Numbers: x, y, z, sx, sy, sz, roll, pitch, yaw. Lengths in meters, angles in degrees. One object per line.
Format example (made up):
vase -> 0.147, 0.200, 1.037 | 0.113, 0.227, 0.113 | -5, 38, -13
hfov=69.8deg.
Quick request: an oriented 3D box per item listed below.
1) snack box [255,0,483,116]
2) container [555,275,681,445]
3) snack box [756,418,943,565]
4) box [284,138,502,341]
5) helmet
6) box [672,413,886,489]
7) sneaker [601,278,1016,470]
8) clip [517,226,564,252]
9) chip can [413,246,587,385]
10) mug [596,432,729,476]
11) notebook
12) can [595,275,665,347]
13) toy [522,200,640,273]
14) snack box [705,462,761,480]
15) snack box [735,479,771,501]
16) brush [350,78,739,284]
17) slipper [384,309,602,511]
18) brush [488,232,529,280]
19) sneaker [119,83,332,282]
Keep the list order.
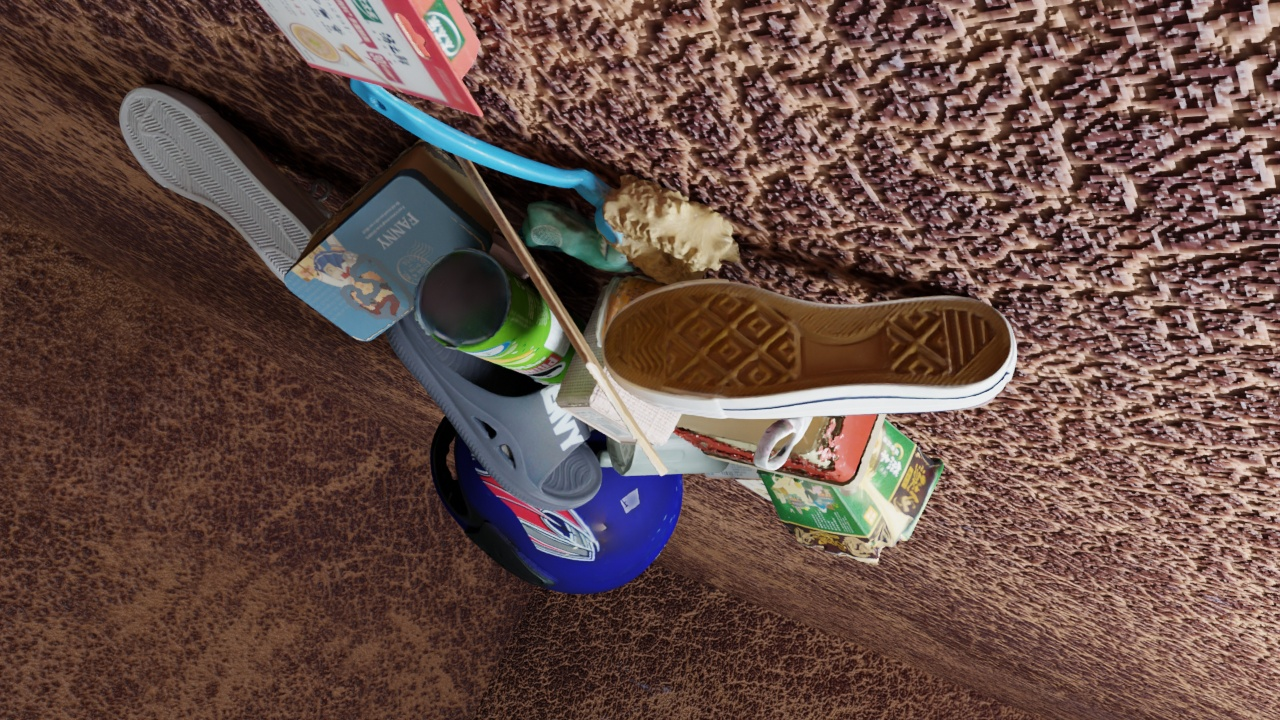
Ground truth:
snack box -> -0.141, -0.187, 0.458 | 0.127, 0.044, 0.113 | 21, 163, 22
container -> -0.004, 0.004, 0.746 | 0.090, 0.110, 0.090 | 32, 164, -21
snack box -> 0.171, 0.092, 0.788 | 0.118, 0.117, 0.105 | 3, 141, 49
box -> -0.183, -0.090, 0.692 | 0.185, 0.059, 0.090 | -30, 123, 36
helmet -> -0.102, 0.119, 1.055 | 0.315, 0.246, 0.241 | 34, 152, 11
box -> 0.099, 0.039, 0.732 | 0.080, 0.091, 0.169 | 34, 163, -37
sneaker -> 0.098, 0.007, 0.561 | 0.241, 0.118, 0.088 | 1, 150, 14
clip -> -0.071, -0.095, 0.712 | 0.056, 0.014, 0.043 | 12, 159, 43
chip can -> -0.097, -0.028, 0.720 | 0.072, 0.072, 0.236 | 23, 177, 12
mug -> 0.020, 0.078, 0.904 | 0.103, 0.083, 0.124 | 0, 155, -23
notebook -> -0.052, -0.032, 0.587 | 0.207, 0.008, 0.148 | 57, 178, 35
can -> 0.045, -0.018, 0.660 | 0.146, 0.058, 0.058 | 15, 163, 9
toy -> -0.039, -0.090, 0.652 | 0.092, 0.030, 0.097 | 22, 159, -4
snack box -> 0.099, 0.079, 0.908 | 0.154, 0.026, 0.075 | -13, 94, 66
snack box -> 0.145, 0.122, 1.002 | 0.113, 0.053, 0.126 | 33, 163, -23
brush -> -0.056, -0.110, 0.559 | 0.254, 0.045, 0.083 | 24, 167, -13
slipper -> -0.124, 0.030, 0.857 | 0.268, 0.110, 0.084 | 49, 130, -9
brush -> -0.160, -0.095, 0.760 | 0.145, 0.063, 0.073 | 28, 161, -11
sneaker -> -0.352, -0.164, 0.830 | 0.242, 0.090, 0.090 | 41, -154, 1
